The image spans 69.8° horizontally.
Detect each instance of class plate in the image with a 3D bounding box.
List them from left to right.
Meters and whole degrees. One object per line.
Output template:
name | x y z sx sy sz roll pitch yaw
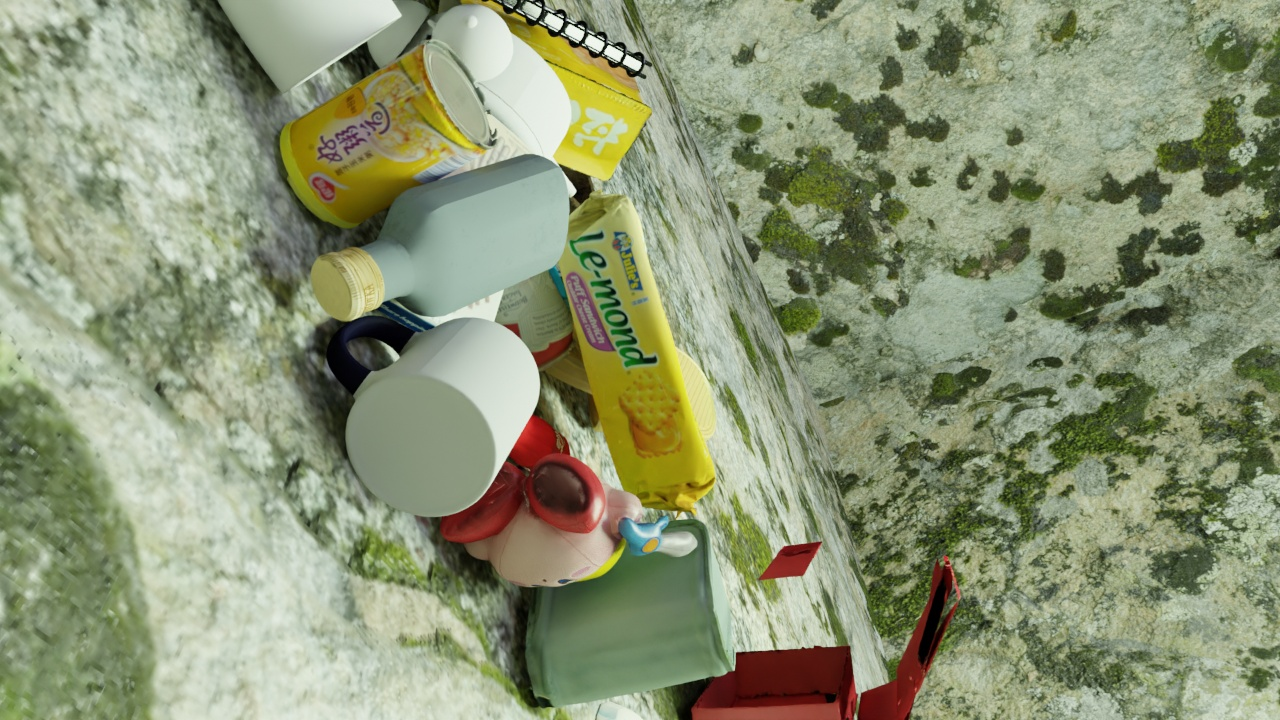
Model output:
plate | 0.017 0.347 0.638 0.186 0.016 0.187 -95 160 -47

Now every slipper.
slipper | -0.026 0.019 0.833 0.263 0.079 0.099 30 36 -42

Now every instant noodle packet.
instant noodle packet | -0.098 -0.271 0.824 0.162 0.084 0.221 15 35 -27

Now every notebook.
notebook | -0.115 -0.270 0.656 0.231 0.019 0.169 10 23 -47

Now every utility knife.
utility knife | -0.087 -0.094 0.790 0.031 0.015 0.209 40 14 -40

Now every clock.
clock | -0.113 -0.193 0.660 0.072 0.125 0.161 -62 148 -18

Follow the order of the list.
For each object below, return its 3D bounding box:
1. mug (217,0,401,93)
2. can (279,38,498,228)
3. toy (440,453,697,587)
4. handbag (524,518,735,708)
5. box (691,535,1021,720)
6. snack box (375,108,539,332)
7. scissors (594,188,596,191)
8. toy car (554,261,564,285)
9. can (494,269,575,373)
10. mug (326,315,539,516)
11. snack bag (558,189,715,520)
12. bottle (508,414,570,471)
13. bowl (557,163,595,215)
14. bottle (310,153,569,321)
mug | -0.198 -0.210 0.517 0.087 0.081 0.114 56 -13 -24
can | -0.141 -0.125 0.516 0.068 0.105 0.067 56 19 -30
toy | -0.039 0.093 0.559 0.131 0.124 0.096 58 22 -51
handbag | -0.006 0.165 0.586 0.106 0.122 0.067 -87 162 -65
box | 0.208 0.287 0.845 0.124 0.316 0.211 61 13 11
snack box | -0.114 -0.086 0.576 0.082 0.026 0.149 36 60 -43
scissors | -0.050 -0.106 0.952 0.014 0.091 0.141 -11 76 -31
toy car | -0.064 -0.068 0.862 0.113 0.040 0.048 53 -18 -8
can | -0.107 -0.072 0.657 0.067 0.067 0.170 -79 147 -65
mug | -0.117 0.017 0.498 0.112 0.079 0.096 38 20 -7
snack bag | -0.004 0.004 0.686 0.159 0.068 0.247 81 -7 -84
bottle | -0.074 0.062 0.657 0.119 0.036 0.036 49 24 -56
bowl | -0.096 -0.182 0.880 0.121 0.056 0.121 56 19 -32
bottle | -0.107 -0.064 0.513 0.160 0.046 0.072 -32 139 -46
